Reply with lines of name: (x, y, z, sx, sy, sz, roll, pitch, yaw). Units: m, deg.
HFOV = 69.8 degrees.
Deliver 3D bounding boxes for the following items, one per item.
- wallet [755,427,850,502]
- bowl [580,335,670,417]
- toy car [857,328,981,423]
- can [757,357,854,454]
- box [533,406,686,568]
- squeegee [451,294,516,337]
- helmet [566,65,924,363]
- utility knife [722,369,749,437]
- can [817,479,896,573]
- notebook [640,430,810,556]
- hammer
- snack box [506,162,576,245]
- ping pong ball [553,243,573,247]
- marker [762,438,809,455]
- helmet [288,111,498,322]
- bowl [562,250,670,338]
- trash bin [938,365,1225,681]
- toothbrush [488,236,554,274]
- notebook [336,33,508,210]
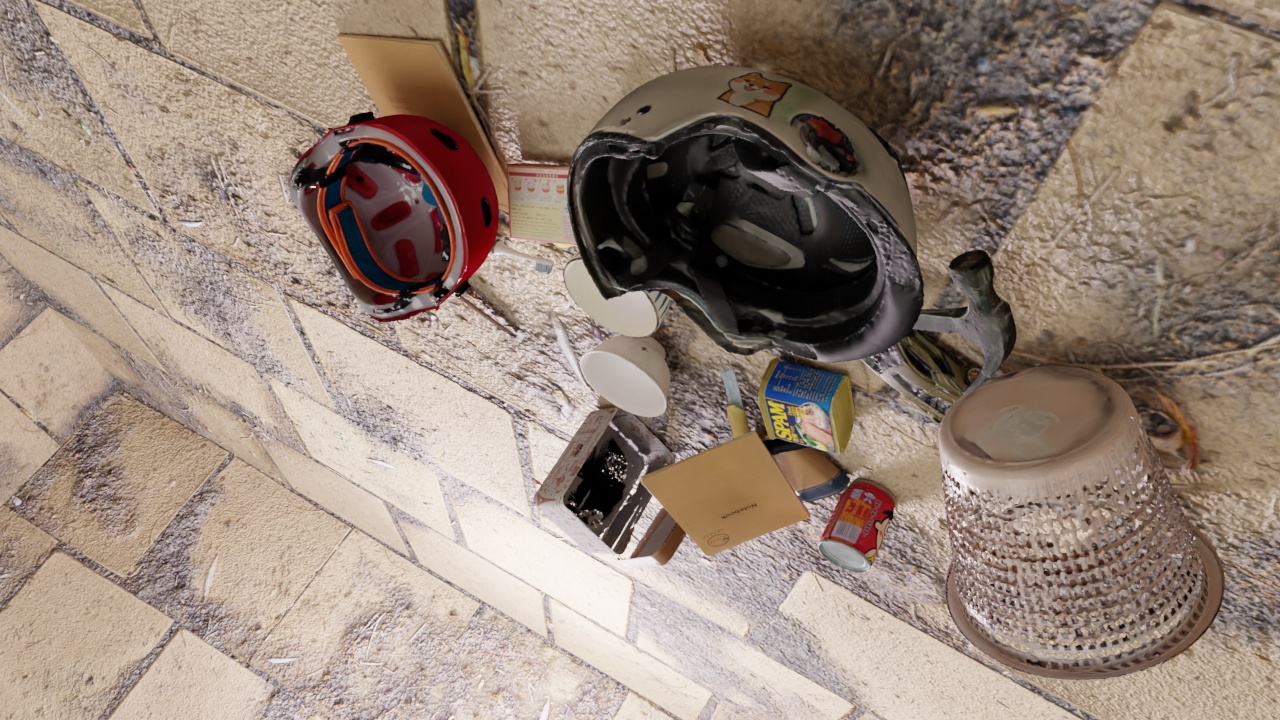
wallet: (0.188, 0.125, 1.123, 0.115, 0.033, 0.090, 40, 149, -10)
bowl: (-0.007, 0.006, 1.102, 0.118, 0.064, 0.118, 25, 150, 15)
toy car: (0.252, 0.004, 0.858, 0.158, 0.042, 0.070, 38, 151, -2)
can: (0.180, 0.050, 0.987, 0.083, 0.057, 0.102, 13, 147, 29)
box: (-0.007, 0.170, 1.236, 0.157, 0.182, 0.194, 45, 149, -21)
squeegee: (-0.224, -0.110, 1.125, 0.247, 0.040, 0.250, 36, 158, -15)
helmet: (0.088, -0.126, 0.702, 0.274, 0.156, 0.231, 19, 149, 5)
utility knife: (0.122, 0.089, 1.099, 0.031, 0.021, 0.207, 12, 141, 33)
can: (0.259, 0.196, 1.093, 0.066, 0.093, 0.067, 25, 151, 15)
notebook: (0.108, 0.167, 1.116, 0.148, 0.008, 0.208, -24, 135, 13)
hammer: (0.182, -0.038, 0.822, 0.324, 0.031, 0.126, 8, 133, 52)
snack box: (-0.069, -0.155, 0.914, 0.156, 0.026, 0.077, 12, 111, 35)
ping pong ball: (-0.080, -0.140, 0.973, 0.040, 0.040, 0.040, 25, 151, 15)
marker: (0.168, 0.097, 1.067, 0.132, 0.020, 0.022, -17, 107, 32)
helmet: (-0.231, -0.166, 0.960, 0.241, 0.143, 0.207, -16, 111, 41)
bowl: (-0.016, -0.086, 0.965, 0.116, 0.066, 0.117, 26, 151, 16)
trash bin: (0.352, 0.121, 0.782, 0.228, 0.226, 0.192, 1, 126, 45)
toothbrush: (-0.197, -0.144, 1.104, 0.221, 0.026, 0.026, 20, 109, 23)
notebook: (-0.222, -0.250, 0.980, 0.150, 0.012, 0.212, 16, 148, 32)
